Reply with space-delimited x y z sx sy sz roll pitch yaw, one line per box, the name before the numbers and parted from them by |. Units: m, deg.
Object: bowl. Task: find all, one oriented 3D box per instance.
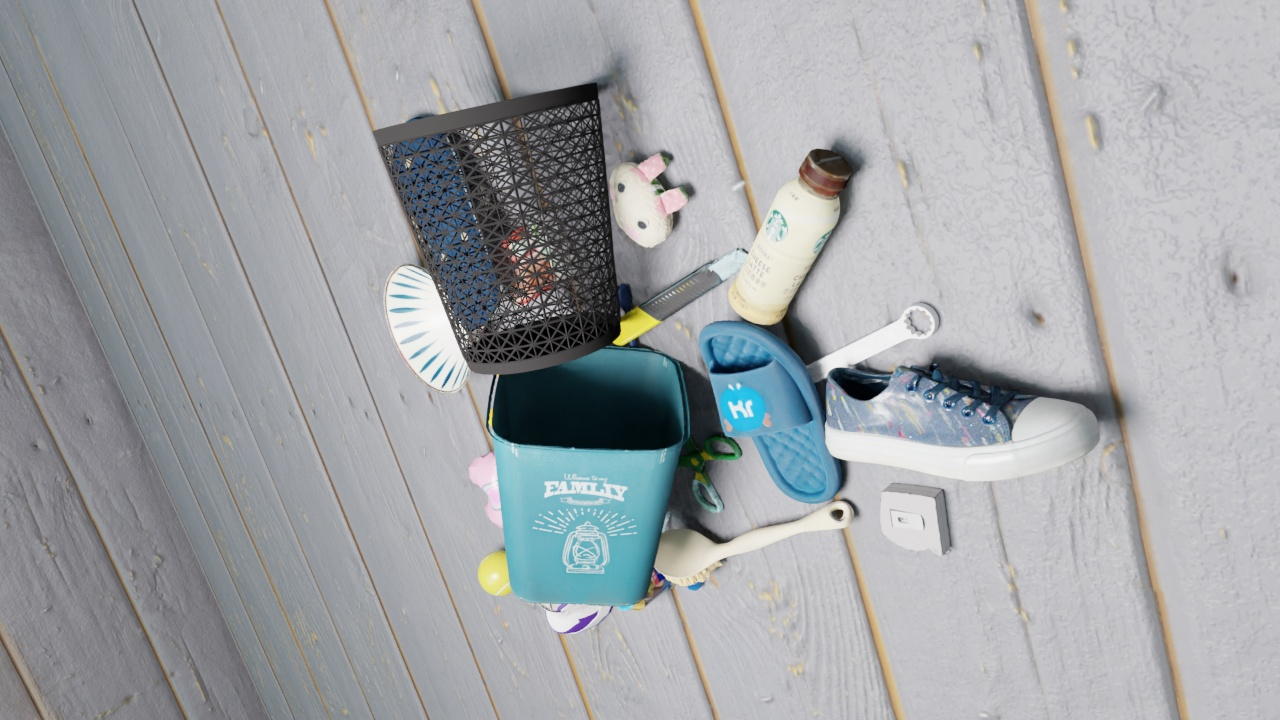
bowl | -0.254 -0.050 1.199 0.177 0.070 0.177 23 126 35

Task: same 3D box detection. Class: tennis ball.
tennis ball | -0.207 0.314 1.354 0.065 0.065 0.065 23 126 35

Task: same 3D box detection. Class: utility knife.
utility knife | 0.038 -0.064 0.931 0.204 0.020 0.029 -29 94 42

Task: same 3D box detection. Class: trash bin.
trash bin | -0.123 -0.128 0.910 0.217 0.216 0.243 4 113 44
trash bin | -0.058 0.124 0.965 0.196 0.198 0.219 3 120 -3

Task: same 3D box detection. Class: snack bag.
snack bag | -0.125 -0.115 1.060 0.116 0.036 0.077 -26 93 48

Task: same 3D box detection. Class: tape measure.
tape measure | 0.250 0.145 0.839 0.062 0.020 0.060 4 114 44

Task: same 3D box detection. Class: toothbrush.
toothbrush | -0.006 0.006 1.024 0.017 0.016 0.190 13 120 49

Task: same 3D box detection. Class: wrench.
wrench | 0.165 0.010 0.858 0.274 0.009 0.047 -32 87 49

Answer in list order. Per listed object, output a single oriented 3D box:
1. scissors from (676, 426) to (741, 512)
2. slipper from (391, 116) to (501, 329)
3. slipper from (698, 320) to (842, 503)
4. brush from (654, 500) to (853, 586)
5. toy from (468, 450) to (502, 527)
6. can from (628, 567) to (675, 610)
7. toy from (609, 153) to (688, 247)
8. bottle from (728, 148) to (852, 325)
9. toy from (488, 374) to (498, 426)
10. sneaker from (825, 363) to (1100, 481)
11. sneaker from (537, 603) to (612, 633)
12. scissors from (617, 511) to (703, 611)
scissors | 0.065 0.114 1.014 0.126 0.011 0.131 -10 104 46
slipper | -0.219 -0.172 1.100 0.118 0.060 0.294 -42 65 43
slipper | 0.124 0.054 0.869 0.104 0.059 0.214 -14 113 45
brush | 0.114 0.191 0.978 0.273 0.077 0.062 -25 56 42
toy | -0.171 0.179 1.219 0.158 0.067 0.123 4 117 66
can | -0.007 0.251 1.125 0.054 0.058 0.100 -18 98 48
toy | -0.001 -0.155 0.911 0.113 0.050 0.087 -25 92 43
bottle | 0.130 -0.105 0.795 0.056 0.056 0.162 43 135 20
toy | -0.114 0.086 1.114 0.148 0.098 0.216 22 125 48
sneaker | 0.242 0.041 0.743 0.236 0.087 0.079 -2 112 49
sneaker | -0.099 0.301 1.204 0.092 0.110 0.245 38 133 25
scissors | 0.018 0.240 1.085 0.133 0.127 0.014 20 174 -3
